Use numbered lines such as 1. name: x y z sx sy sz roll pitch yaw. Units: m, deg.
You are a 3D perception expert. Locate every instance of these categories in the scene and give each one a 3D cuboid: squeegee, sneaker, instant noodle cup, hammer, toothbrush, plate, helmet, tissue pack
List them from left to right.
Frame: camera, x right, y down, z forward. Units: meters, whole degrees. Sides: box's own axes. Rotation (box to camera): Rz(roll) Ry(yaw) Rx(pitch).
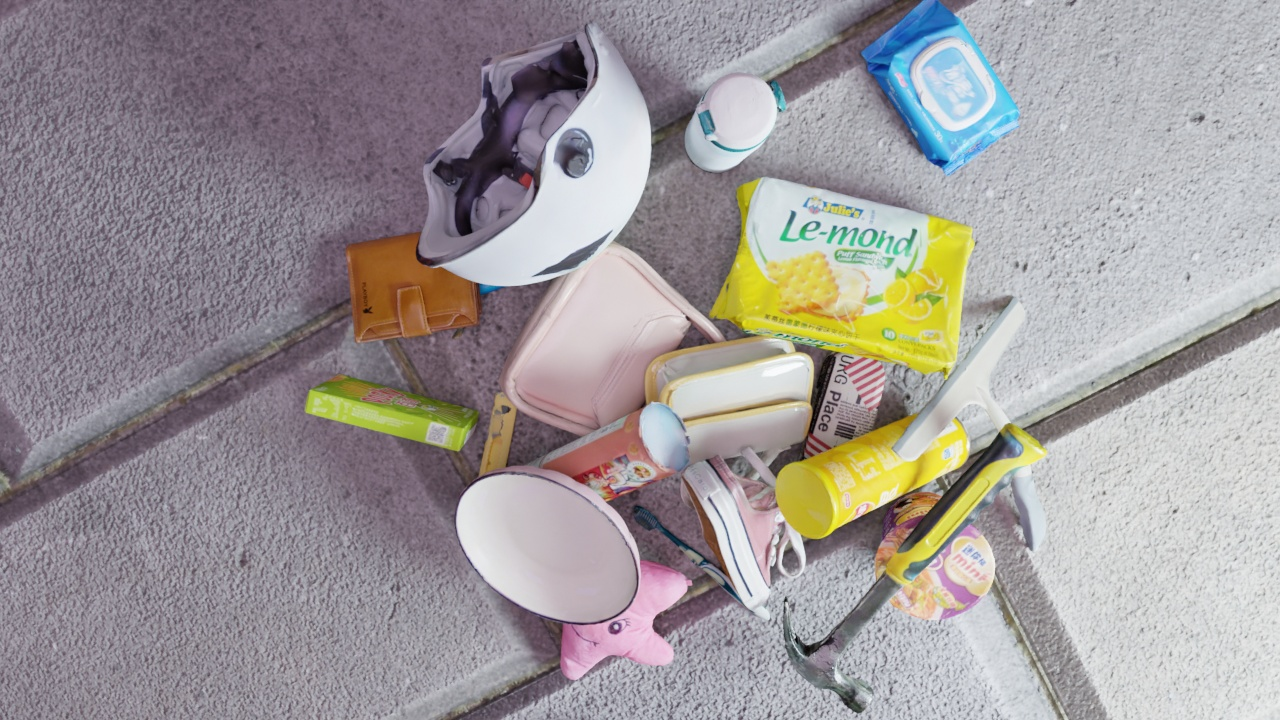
1. helmet: -0.084 -0.169 0.847 0.145 0.230 0.258 31 71 -36
2. plate: -0.085 0.172 0.878 0.192 0.038 0.193 12 126 17
3. toothbrush: 0.066 0.220 0.983 0.191 0.018 0.016 40 120 -4
4. sneaker: 0.109 0.162 0.893 0.088 0.118 0.241 -29 139 -6
5. hammer: 0.253 0.189 0.870 0.126 0.031 0.324 35 108 0
6. instant noodle cup: 0.292 0.188 0.930 0.112 0.099 0.112 3 106 10
7. tissue pack: 0.296 -0.270 0.901 0.095 0.052 0.157 -36 96 4
8. squeegee: 0.374 0.105 0.926 0.245 0.039 0.246 -42 115 -28

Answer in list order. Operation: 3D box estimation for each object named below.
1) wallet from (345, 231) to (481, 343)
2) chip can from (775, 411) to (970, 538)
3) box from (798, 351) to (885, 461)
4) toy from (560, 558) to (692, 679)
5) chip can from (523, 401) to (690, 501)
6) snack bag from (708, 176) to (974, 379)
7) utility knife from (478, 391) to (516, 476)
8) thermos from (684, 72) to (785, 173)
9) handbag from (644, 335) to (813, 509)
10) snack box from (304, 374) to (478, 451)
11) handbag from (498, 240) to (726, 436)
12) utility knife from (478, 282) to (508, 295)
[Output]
1. wallet: -0.228 -0.070 0.929 0.131 0.035 0.119 -9 79 6
2. chip can: 0.228 0.103 0.884 0.212 0.072 0.072 -17 99 -35
3. box: 0.206 0.067 0.955 0.074 0.064 0.164 18 97 21
4. toy: -0.033 0.238 0.955 0.179 0.074 0.194 -17 99 16
5. chip can: -0.052 0.108 0.892 0.215 0.071 0.071 -28 97 36
6. snack bag: 0.201 -0.078 0.898 0.246 0.068 0.157 14 71 0
7. utility knife: -0.157 0.105 0.974 0.031 0.018 0.151 12 93 -7
8. thermos: 0.081 -0.211 0.824 0.073 0.224 0.073 0 97 -1
9. handbag: 0.093 0.073 0.923 0.163 0.063 0.179 -10 116 -13
10. snack box: -0.248 0.052 0.930 0.156 0.085 0.026 15 99 -1
11. handbag: -0.006 0.005 0.933 0.234 0.093 0.193 31 96 -12
12. utility knife: -0.179 -0.078 0.947 0.166 0.018 0.034 -20 97 4
